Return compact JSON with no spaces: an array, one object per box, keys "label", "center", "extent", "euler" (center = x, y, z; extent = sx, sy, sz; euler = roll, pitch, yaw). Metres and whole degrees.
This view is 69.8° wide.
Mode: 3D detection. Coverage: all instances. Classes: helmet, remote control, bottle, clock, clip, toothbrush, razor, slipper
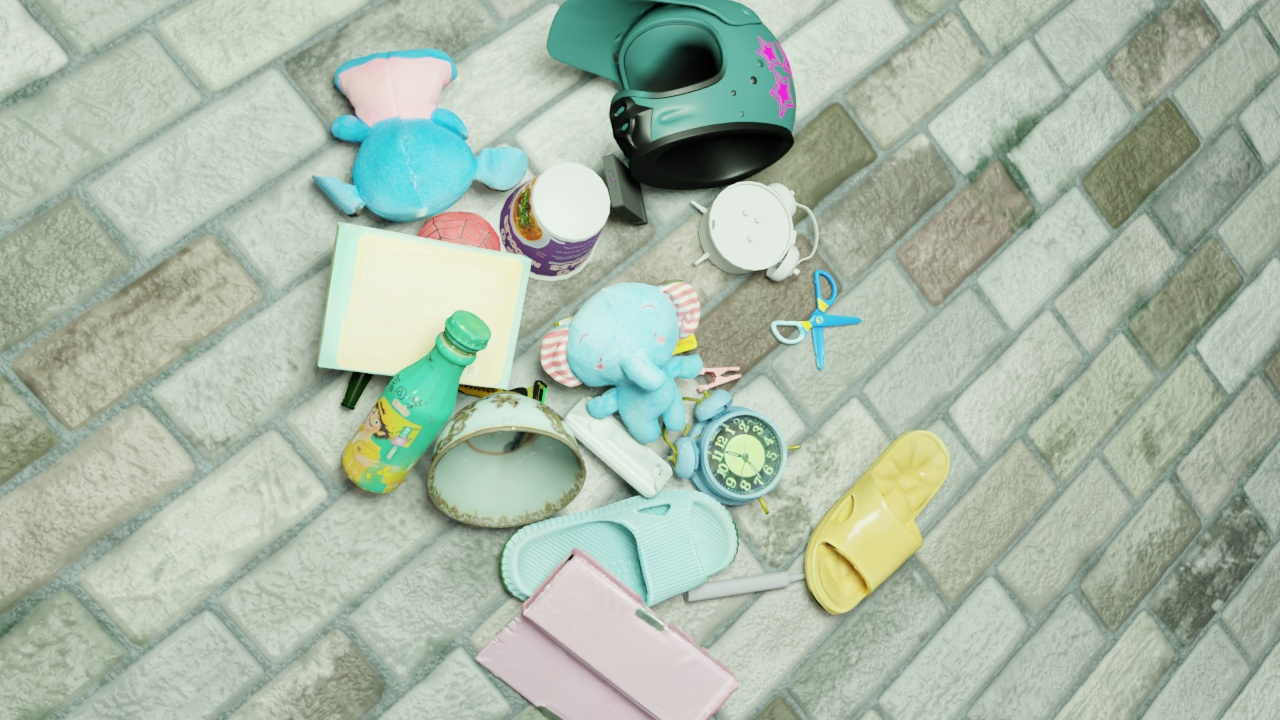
[{"label":"helmet","center":[0.044,-0.309,1.006],"extent":[0.274,0.177,0.200],"euler":[-9,77,-41]},{"label":"remote control","center":[-0.024,0.095,1.021],"extent":[0.133,0.022,0.050],"euler":[41,51,1]},{"label":"bottle","center":[-0.218,0.040,0.902],"extent":[0.068,0.068,0.210],"euler":[34,114,-12]},{"label":"clock","center":[0.097,0.101,1.059],"extent":[0.162,0.060,0.118],"euler":[27,79,-9]},{"label":"clip","center":[0.088,0.014,1.086],"extent":[0.059,0.023,0.045],"euler":[-36,97,-12]},{"label":"remote control","center":[-0.016,-0.187,1.019],"extent":[0.013,0.133,0.058],"euler":[-12,87,12]},{"label":"toothbrush","center":[0.141,0.261,1.076],"extent":[0.187,0.018,0.019],"euler":[-4,96,-18]},{"label":"razor","center":[-0.174,0.030,1.000],"extent":[0.144,0.021,0.044],"euler":[14,62,-17]},{"label":"slipper","center":[0.294,0.186,1.100],"extent":[0.099,0.078,0.262],"euler":[46,69,-7]},{"label":"slipper","center":[-0.015,0.209,1.003],"extent":[0.276,0.069,0.116],"euler":[-7,92,-17]},{"label":"clock","center":[0.143,-0.156,1.098],"extent":[0.159,0.061,0.120],"euler":[-1,85,-17]},{"label":"bottle","center":[-0.282,-0.007,0.963],"extent":[0.033,0.033,0.122],"euler":[24,78,-14]}]

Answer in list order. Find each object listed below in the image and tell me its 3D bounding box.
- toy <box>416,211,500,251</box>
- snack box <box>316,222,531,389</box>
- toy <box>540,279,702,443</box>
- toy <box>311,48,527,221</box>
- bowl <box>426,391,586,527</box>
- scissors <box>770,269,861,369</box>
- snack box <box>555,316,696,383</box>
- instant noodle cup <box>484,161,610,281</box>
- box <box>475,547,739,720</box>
[{"label":"toy","center":[-0.203,-0.097,0.984],"extent":[0.092,0.062,0.133],"euler":[16,90,-10]},{"label":"snack box","center":[-0.218,-0.052,0.933],"extent":[0.193,0.044,0.141],"euler":[8,100,-22]},{"label":"toy","center":[-0.006,0.006,0.986],"extent":[0.183,0.115,0.180],"euler":[-23,100,-7]},{"label":"toy","center":[-0.236,-0.239,0.968],"extent":[0.224,0.099,0.191],"euler":[-9,82,-9]},{"label":"bowl","center":[-0.141,0.090,0.954],"extent":[0.159,0.160,0.093],"euler":[4,43,-17]},{"label":"scissors","center":[0.218,-0.051,1.137],"extent":[0.126,0.013,0.125],"euler":[-3,84,-13]},{"label":"snack box","center":[-0.016,-0.029,1.053],"extent":[0.152,0.025,0.075],"euler":[-17,90,-18]},{"label":"instant noodle cup","center":[-0.095,-0.156,0.990],"extent":[0.136,0.122,0.122],"euler":[-3,85,-18]},{"label":"box","center":[-0.036,0.331,0.970],"extent":[0.232,0.040,0.179],"euler":[39,99,-9]}]
